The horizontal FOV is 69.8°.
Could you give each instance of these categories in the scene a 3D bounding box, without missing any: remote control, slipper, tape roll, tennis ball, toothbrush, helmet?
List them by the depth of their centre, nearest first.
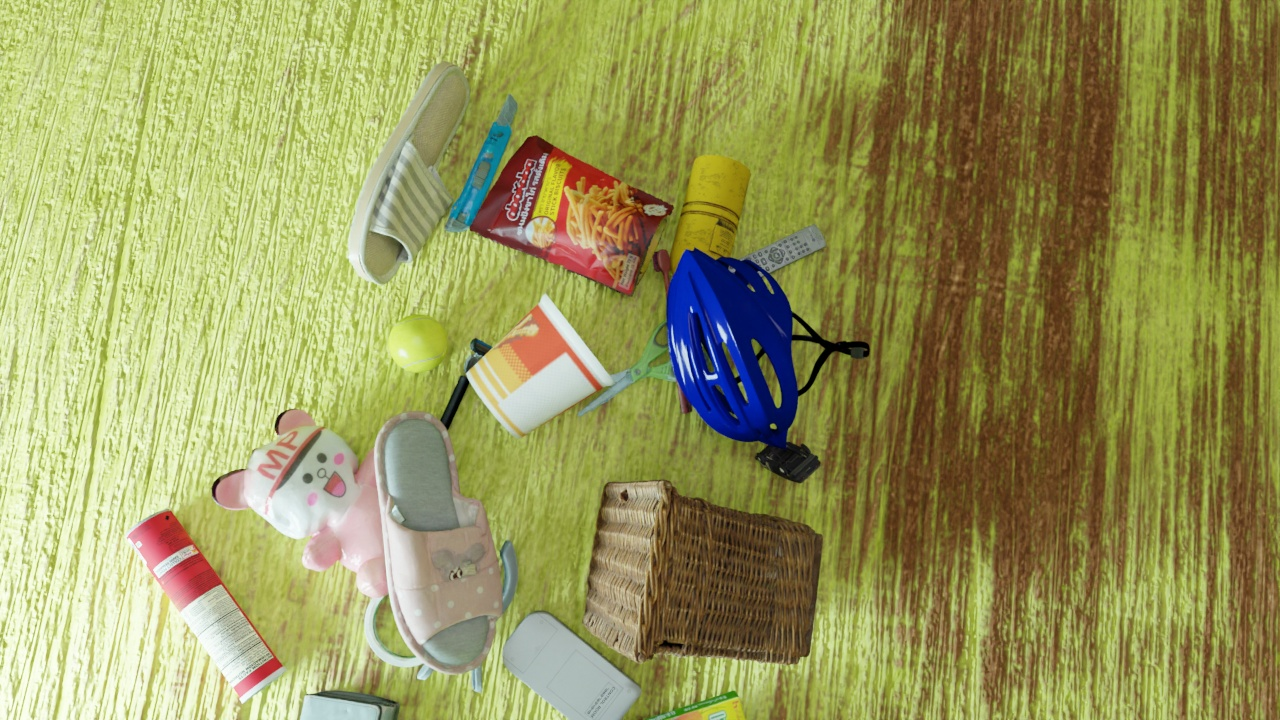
[{"bbox_3d":[-0.208,0.184,0.940,0.114,0.055,0.274,-12,85,-35],"label":"slipper"},{"bbox_3d":[-0.251,0.283,0.998,0.094,0.018,0.093,1,81,-5],"label":"tape roll"},{"bbox_3d":[-0.078,0.341,1.002,0.151,0.019,0.074,39,82,0],"label":"remote control"},{"bbox_3d":[0.141,-0.025,1.009,0.227,0.148,0.241,-21,103,-22],"label":"helmet"},{"bbox_3d":[-0.247,-0.019,1.022,0.065,0.065,0.065,1,81,-5],"label":"tennis ball"},{"bbox_3d":[-0.250,-0.213,1.036,0.054,0.114,0.272,14,76,19],"label":"slipper"},{"bbox_3d":[0.036,-0.033,1.054,0.016,0.016,0.190,-11,93,-37],"label":"toothbrush"},{"bbox_3d":[0.158,-0.123,1.100,0.136,0.013,0.033,-26,84,-8],"label":"remote control"}]

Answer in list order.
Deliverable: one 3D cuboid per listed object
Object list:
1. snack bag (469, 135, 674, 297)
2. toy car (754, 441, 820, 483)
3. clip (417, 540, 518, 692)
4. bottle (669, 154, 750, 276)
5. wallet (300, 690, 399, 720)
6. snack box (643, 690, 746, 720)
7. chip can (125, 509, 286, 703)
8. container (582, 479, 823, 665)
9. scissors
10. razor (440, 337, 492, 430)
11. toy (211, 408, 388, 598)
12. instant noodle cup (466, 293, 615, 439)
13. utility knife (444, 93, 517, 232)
[{"bbox_3d":[-0.078,-0.169,1.078,0.208,0.066,0.139,25,85,9],"label":"snack bag"},{"bbox_3d":[0.166,0.113,1.027,0.040,0.092,0.037,-40,109,-11],"label":"toy car"},{"bbox_3d":[-0.198,0.263,0.984,0.115,0.028,0.163,18,74,-17],"label":"clip"},{"bbox_3d":[0.077,-0.149,1.068,0.071,0.071,0.163,15,80,-2],"label":"bottle"},{"bbox_3d":[-0.312,0.416,0.958,0.100,0.054,0.131,8,75,-5],"label":"wallet"},{"bbox_3d":[0.042,0.445,0.985,0.168,0.027,0.132,-16,90,-8],"label":"snack box"},{"bbox_3d":[-0.458,0.257,0.967,0.051,0.052,0.214,-37,85,-10],"label":"chip can"},{"bbox_3d":[0.058,0.217,0.931,0.183,0.250,0.162,11,80,-13],"label":"container"},{"bbox_3d":[-0.009,0.006,1.067,0.175,0.032,0.093,-19,86,-12],"label":"scissors"},{"bbox_3d":[-0.208,0.044,1.040,0.042,0.022,0.144,32,81,-40],"label":"razor"},{"bbox_3d":[-0.329,0.151,0.978,0.213,0.084,0.141,33,61,-3],"label":"toy"},{"bbox_3d":[-0.114,0.013,1.007,0.121,0.123,0.123,-38,86,-2],"label":"instant noodle cup"},{"bbox_3d":[-0.185,-0.233,1.088,0.031,0.015,0.185,24,78,-22],"label":"utility knife"}]
